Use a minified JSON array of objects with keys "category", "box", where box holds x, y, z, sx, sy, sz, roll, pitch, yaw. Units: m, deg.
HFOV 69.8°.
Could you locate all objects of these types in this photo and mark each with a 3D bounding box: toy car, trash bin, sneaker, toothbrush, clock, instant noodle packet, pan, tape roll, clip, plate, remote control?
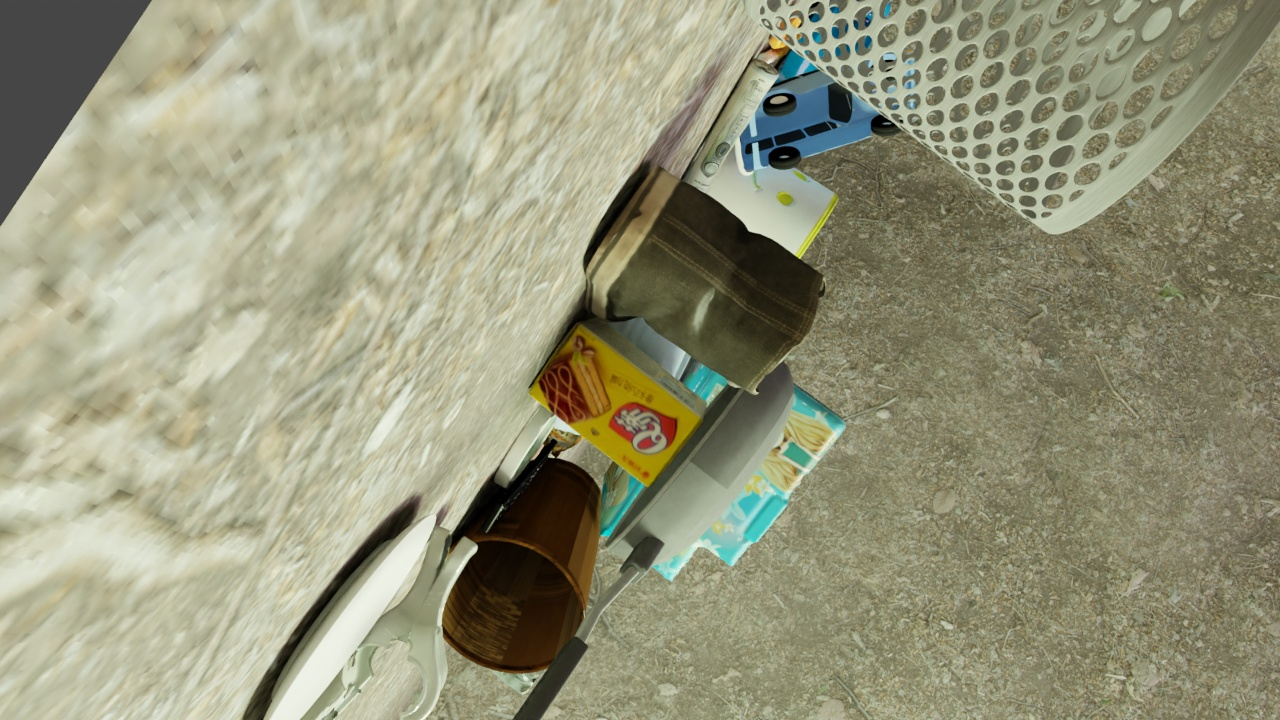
[{"category":"toy car","box":[0.137,-0.188,0.682,0.054,0.153,0.056,-117,-169,-51]},{"category":"trash bin","box":[0.159,-0.173,0.414,0.156,0.183,0.156,-56,178,-3]},{"category":"sneaker","box":[0.037,-0.043,0.574,0.095,0.120,0.235,-56,-179,-6]},{"category":"toothbrush","box":[0.043,-0.132,0.666,0.186,0.022,0.024,-57,-142,33]},{"category":"clock","box":[0.163,-0.270,0.798,0.161,0.060,0.117,-57,178,-3]},{"category":"instant noodle packet","box":[-0.048,0.028,0.884,0.135,0.039,0.098,-55,171,3]},{"category":"pan","box":[0.005,0.120,0.568,0.356,0.041,0.179,-49,178,-44]},{"category":"tape roll","box":[-0.092,0.067,0.772,0.093,0.013,0.093,-56,178,-4]},{"category":"clip","box":[-0.139,0.183,0.577,0.151,0.104,0.127,-45,177,-18]},{"category":"plate","box":[-0.146,0.130,0.452,0.134,0.011,0.134,-56,178,-3]},{"category":"remote control","box":[-0.100,0.103,0.775,0.030,0.009,0.139,-57,178,21]}]

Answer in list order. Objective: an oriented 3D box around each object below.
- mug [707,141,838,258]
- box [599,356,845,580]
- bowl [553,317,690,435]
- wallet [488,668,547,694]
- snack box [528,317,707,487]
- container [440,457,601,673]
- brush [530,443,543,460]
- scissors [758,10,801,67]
[{"category":"mug","box":[0.092,-0.125,0.734,0.082,0.106,0.082,-56,178,-3]},{"category":"box","box":[0.047,0.079,0.790,0.084,0.171,0.228,7,125,-41]},{"category":"bowl","box":[-0.004,0.004,0.757,0.150,0.075,0.150,-63,179,-3]},{"category":"wallet","box":[-0.132,0.236,0.853,0.054,0.131,0.100,-53,179,31]},{"category":"snack box","box":[-0.013,0.026,0.637,0.061,0.106,0.083,-52,178,8]},{"category":"container","box":[-0.097,0.169,0.815,0.132,0.132,0.167,-57,-176,23]},{"category":"brush","box":[-0.075,0.054,0.957,0.136,0.015,0.050,-56,177,2]},{"category":"scissors","box":[0.106,-0.233,0.686,0.065,0.013,0.128,-56,178,26]}]
